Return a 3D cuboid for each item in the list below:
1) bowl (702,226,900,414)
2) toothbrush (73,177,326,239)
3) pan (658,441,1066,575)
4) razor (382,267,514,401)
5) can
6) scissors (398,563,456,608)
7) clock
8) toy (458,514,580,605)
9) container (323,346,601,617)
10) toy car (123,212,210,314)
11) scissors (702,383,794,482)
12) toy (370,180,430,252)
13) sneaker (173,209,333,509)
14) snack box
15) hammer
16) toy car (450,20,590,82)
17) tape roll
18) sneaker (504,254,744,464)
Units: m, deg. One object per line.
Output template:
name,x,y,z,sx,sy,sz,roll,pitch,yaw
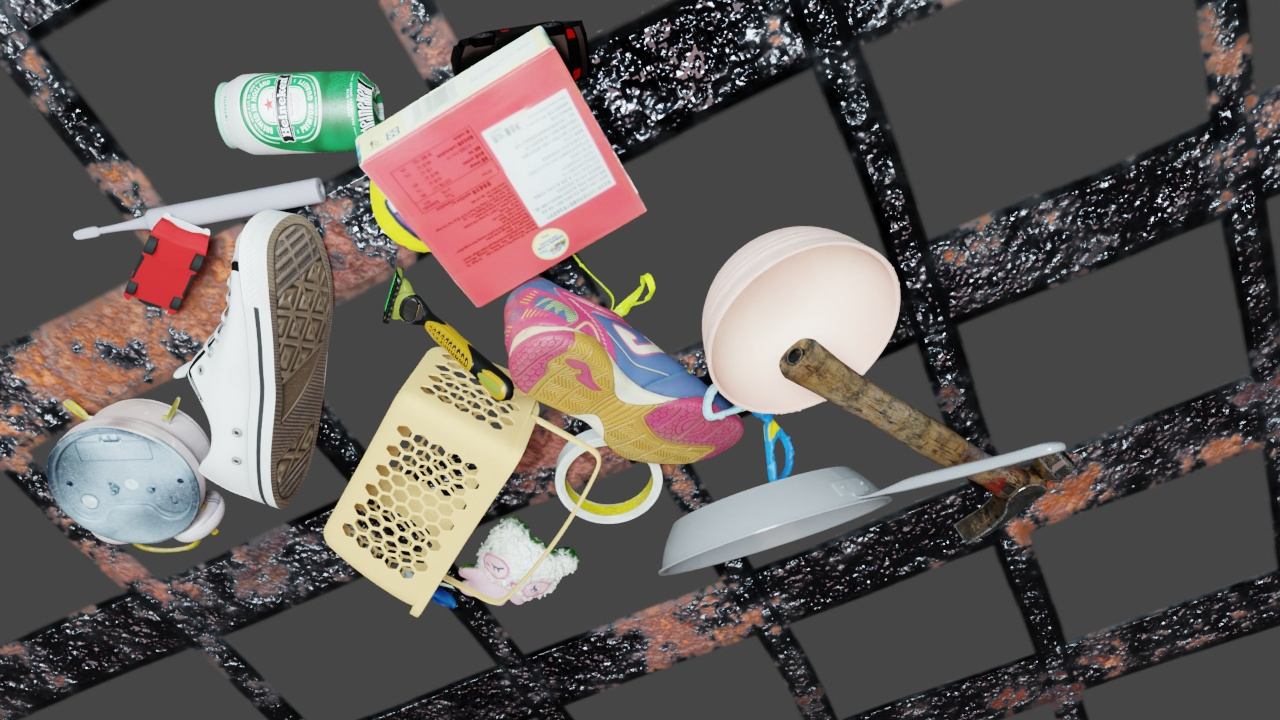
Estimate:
bowl,0.109,-0.041,0.690,0.153,0.076,0.153,-11,129,-14
toothbrush,-0.324,-0.108,0.671,0.188,0.019,0.018,-10,107,3
pan,0.154,0.107,0.708,0.200,0.050,0.358,-2,157,-41
razor,-0.144,-0.014,0.687,0.144,0.021,0.044,39,120,26
can,-0.228,-0.167,0.621,0.101,0.053,0.053,-2,120,-2
scissors,-0.195,0.201,0.828,0.130,0.014,0.119,-10,140,46
clock,-0.413,0.104,0.766,0.117,0.058,0.158,-3,120,0
toy,-0.120,0.196,0.848,0.095,0.041,0.109,37,118,-22
container,-0.137,0.102,0.738,0.167,0.129,0.184,30,114,-8
toy car,-0.351,-0.069,0.680,0.038,0.025,0.090,23,138,-30
scissors,0.096,0.039,0.742,0.130,0.125,0.014,2,171,-42
toy,-0.147,-0.120,0.660,0.095,0.041,0.094,-16,125,1
sneaker,-0.303,-0.003,0.701,0.097,0.091,0.246,16,121,3
snack box,-0.089,-0.124,0.621,0.142,0.040,0.145,-30,134,5
hammer,0.225,0.066,0.746,0.330,0.033,0.120,27,116,-34
toy car,-0.080,-0.203,0.617,0.091,0.036,0.042,-10,122,-3
tape roll,-0.028,0.102,0.807,0.094,0.019,0.094,-1,120,-2
sneaker,-0.005,0.005,0.727,0.116,0.091,0.241,-38,134,23
